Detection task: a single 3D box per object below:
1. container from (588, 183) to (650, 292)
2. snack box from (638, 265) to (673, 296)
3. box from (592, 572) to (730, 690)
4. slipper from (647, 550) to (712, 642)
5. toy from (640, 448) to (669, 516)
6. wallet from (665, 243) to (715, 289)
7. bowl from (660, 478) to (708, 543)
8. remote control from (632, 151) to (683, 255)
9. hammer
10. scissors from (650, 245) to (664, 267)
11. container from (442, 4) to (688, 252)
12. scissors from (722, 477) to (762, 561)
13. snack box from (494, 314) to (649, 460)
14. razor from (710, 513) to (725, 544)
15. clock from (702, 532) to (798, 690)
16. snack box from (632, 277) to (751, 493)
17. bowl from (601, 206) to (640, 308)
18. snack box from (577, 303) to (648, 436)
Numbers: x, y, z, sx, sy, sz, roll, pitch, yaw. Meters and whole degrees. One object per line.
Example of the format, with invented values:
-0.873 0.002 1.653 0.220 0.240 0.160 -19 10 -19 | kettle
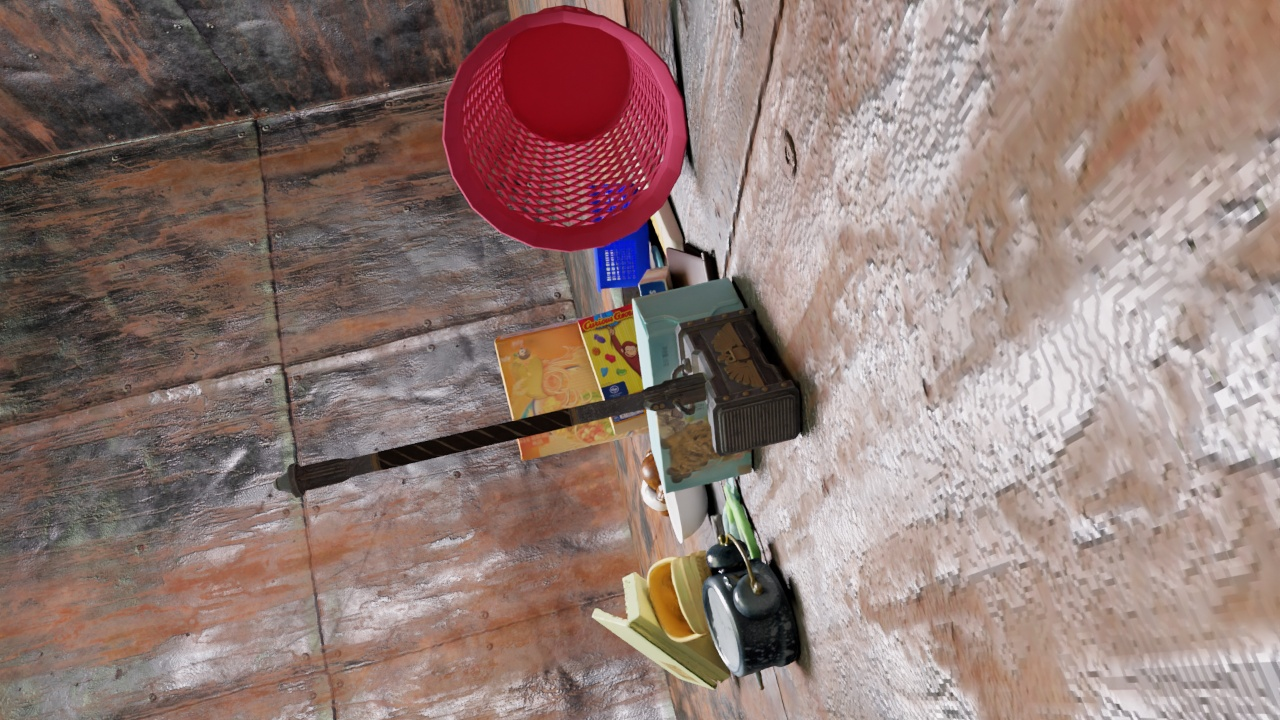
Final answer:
-0.022 -0.135 0.988 0.114 0.058 0.096 -98 3 -52 | container
0.022 -0.042 0.861 0.150 0.026 0.082 -70 -31 -79 | snack box
0.035 0.336 1.110 0.188 0.089 0.077 46 180 -32 | box
0.051 0.272 1.048 0.263 0.078 0.099 62 -172 -74 | slipper
0.032 0.158 1.188 0.113 0.067 0.087 70 -179 -46 | toy
0.050 -0.052 0.771 0.115 0.018 0.091 -133 30 -73 | wallet
0.052 0.148 1.039 0.110 0.040 0.110 166 91 -84 | bowl
0.017 -0.144 0.860 0.038 0.018 0.125 86 167 -58 | remote control
-0.069 0.041 0.581 0.098 0.322 0.044 -110 9 -53 | hammer
0.027 -0.067 0.979 0.136 0.015 0.126 -118 13 -45 | scissors
-0.064 -0.223 0.791 0.225 0.183 0.183 -98 -2 -60 | container
0.081 0.124 0.836 0.169 0.023 0.171 76 180 -63 | scissors
-0.061 0.023 1.088 0.080 0.195 0.145 -124 22 -80 | snack box
0.088 0.212 0.948 0.042 0.026 0.106 97 163 -79 | razor
0.087 0.197 0.741 0.090 0.052 0.129 -132 32 -61 | clock
0.042 0.023 0.701 0.053 0.075 0.175 -110 10 -46 | snack box
-0.021 -0.130 1.150 0.157 0.038 0.157 166 91 -84 | bowl
-0.006 0.006 0.997 0.040 0.088 0.125 84 167 -69 | snack box
